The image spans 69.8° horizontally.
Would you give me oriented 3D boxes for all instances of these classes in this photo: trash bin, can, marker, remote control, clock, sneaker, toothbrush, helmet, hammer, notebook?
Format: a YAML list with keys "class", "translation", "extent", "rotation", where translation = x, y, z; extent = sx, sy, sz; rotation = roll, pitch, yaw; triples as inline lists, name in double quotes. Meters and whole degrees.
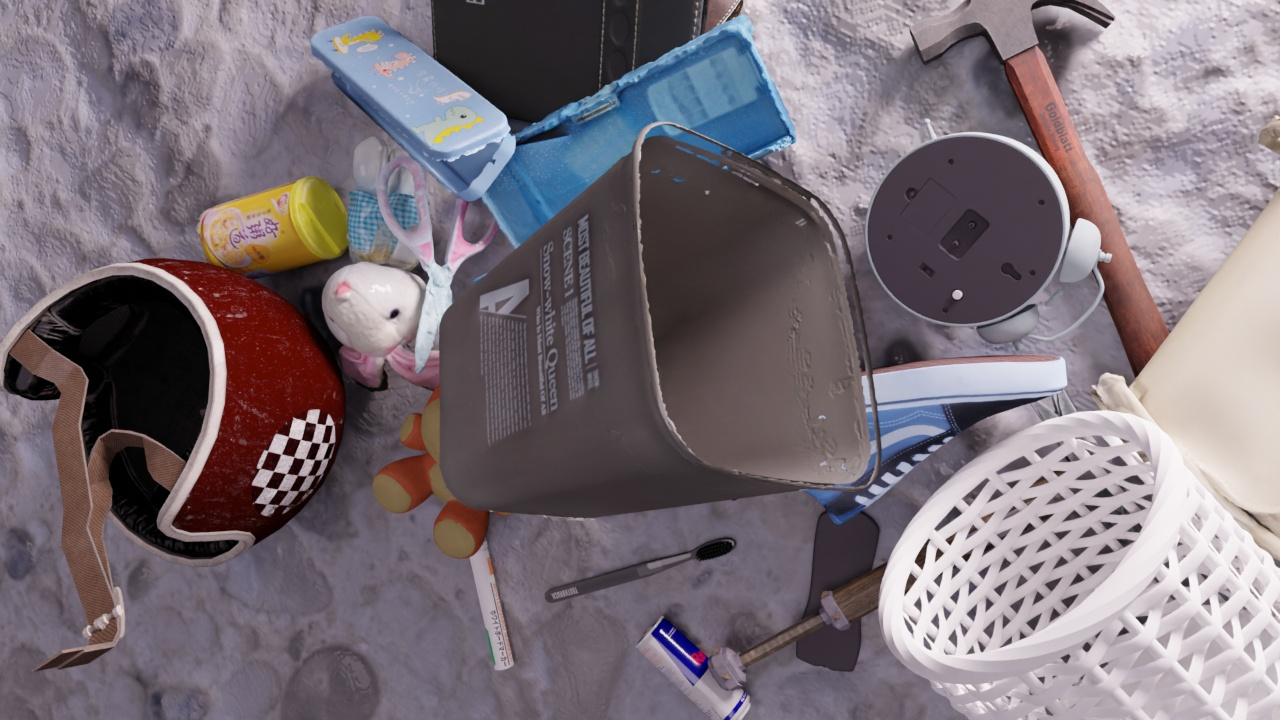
- class: "trash bin"
  translation: [-0.003, 0.003, 0.579]
  extent: [0.221, 0.197, 0.197]
  rotation: [-23, 64, 42]
- class: "can"
  translation: [0.041, 0.240, 0.705]
  extent: [0.095, 0.032, 0.032]
  rotation: [41, 105, 9]
- class: "marker"
  translation: [-0.128, 0.183, 0.757]
  extent: [0.017, 0.017, 0.145]
  rotation: [-11, 93, 17]
- class: "remote control"
  translation: [0.146, 0.168, 0.678]
  extent: [0.046, 0.009, 0.124]
  rotation: [10, 98, 15]
- class: "clock"
  translation: [0.222, -0.077, 0.595]
  extent: [0.159, 0.045, 0.123]
  rotation: [42, 122, 12]
- class: "sneaker"
  translation: [0.165, 0.055, 0.625]
  extent: [0.242, 0.083, 0.098]
  rotation: [-12, 90, 25]
- class: "toothbrush"
  translation: [-0.003, 0.166, 0.722]
  extent: [0.168, 0.013, 0.013]
  rotation: [-20, 90, 20]
- class: "helmet"
  translation: [-0.342, 0.046, 0.680]
  extent: [0.233, 0.253, 0.234]
  rotation: [33, 89, 16]
- class: "hammer"
  translation: [0.186, 0.155, 0.646]
  extent: [0.317, 0.028, 0.147]
  rotation: [-33, 93, 14]
- class: "hammer"
  translation: [0.289, -0.106, 0.598]
  extent: [0.111, 0.028, 0.300]
  rotation: [-24, 89, 18]
- class: "notebook"
  translation: [-0.055, -0.246, 0.656]
  extent: [0.209, 0.029, 0.170]
  rotation: [13, 125, 12]
- class: "can"
  translation: [-0.298, -0.106, 0.751]
  extent: [0.105, 0.067, 0.067]
  rotation: [-12, 92, 18]

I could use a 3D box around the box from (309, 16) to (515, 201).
- class: "box"
  translation: [-0.175, -0.199, 0.671]
  extent: [0.210, 0.064, 0.069]
  rotation: [43, 98, 30]

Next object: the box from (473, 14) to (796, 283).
- class: "box"
  translation: [-0.019, -0.131, 0.622]
  extent: [0.232, 0.109, 0.094]
  rotation: [-20, 114, 23]

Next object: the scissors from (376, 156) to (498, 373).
- class: "scissors"
  translation: [-0.165, -0.071, 0.682]
  extent: [0.108, 0.016, 0.179]
  rotation: [19, 71, -27]

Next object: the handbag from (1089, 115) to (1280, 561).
- class: "handbag"
  translation: [0.388, -0.002, 0.518]
  extent: [0.184, 0.132, 0.229]
  rotation: [31, 98, 3]

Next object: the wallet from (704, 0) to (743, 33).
- class: "wallet"
  translation: [0.007, -0.270, 0.668]
  extent: [0.123, 0.019, 0.072]
  rotation: [44, 106, 8]

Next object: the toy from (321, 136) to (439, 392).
- class: "toy"
  translation: [-0.195, -0.069, 0.707]
  extent: [0.131, 0.105, 0.205]
  rotation: [1, 97, 13]

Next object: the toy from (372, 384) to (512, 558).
- class: "toy"
  translation: [-0.122, 0.059, 0.706]
  extent: [0.112, 0.096, 0.176]
  rotation: [34, 84, 6]

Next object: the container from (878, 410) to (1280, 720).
- class: "container"
  translation: [0.271, 0.159, 0.527]
  extent: [0.190, 0.189, 0.187]
  rotation: [-43, 100, 16]
